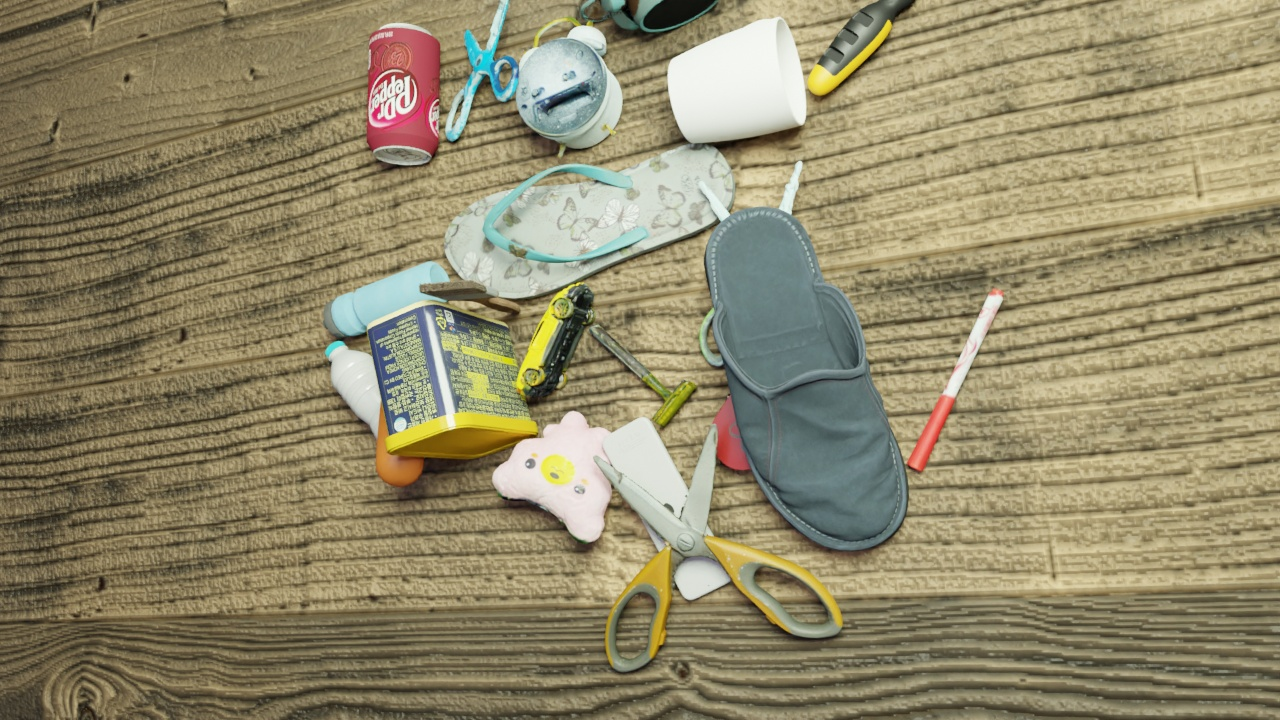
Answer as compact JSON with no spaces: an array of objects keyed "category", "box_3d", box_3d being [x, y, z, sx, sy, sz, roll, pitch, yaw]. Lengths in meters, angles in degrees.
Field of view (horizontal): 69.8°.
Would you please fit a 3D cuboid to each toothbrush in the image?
[{"category":"toothbrush","box_3d":[0.198,-0.279,0.694,0.197,0.031,0.031,-48,55,7]}]

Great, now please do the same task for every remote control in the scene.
[{"category":"remote control","box_3d":[0.021,0.117,0.727,0.045,0.008,0.146,-30,84,15]}]

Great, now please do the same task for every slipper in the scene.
[{"category":"slipper","box_3d":[-0.054,-0.114,0.766,0.269,0.054,0.098,-11,84,19]},{"category":"slipper","box_3d":[0.113,0.014,0.655,0.109,0.083,0.265,-19,88,8]}]

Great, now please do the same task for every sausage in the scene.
[{"category":"sausage","box_3d":[-0.201,0.030,0.786,0.039,0.045,0.164,1,55,-8]}]

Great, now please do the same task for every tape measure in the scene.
[{"category":"tape measure","box_3d":[0.079,0.055,0.714,0.051,0.019,0.059,-36,80,11]}]

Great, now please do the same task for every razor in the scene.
[{"category":"razor","box_3d":[-0.004,0.004,0.753,0.106,0.026,0.042,42,103,23]}]

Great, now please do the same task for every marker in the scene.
[{"category":"marker","box_3d":[0.228,0.014,0.664,0.013,0.012,0.142,26,95,21]}]

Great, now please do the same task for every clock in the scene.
[{"category":"clock","box_3d":[-0.062,-0.236,0.776,0.083,0.057,0.117,-17,79,20]},{"category":"clock","box_3d":[0.010,-0.300,0.738,0.124,0.090,0.053,-22,87,18]}]

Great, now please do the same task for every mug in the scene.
[{"category":"mug","box_3d":[0.076,-0.225,0.718,0.088,0.081,0.114,-9,52,24]}]

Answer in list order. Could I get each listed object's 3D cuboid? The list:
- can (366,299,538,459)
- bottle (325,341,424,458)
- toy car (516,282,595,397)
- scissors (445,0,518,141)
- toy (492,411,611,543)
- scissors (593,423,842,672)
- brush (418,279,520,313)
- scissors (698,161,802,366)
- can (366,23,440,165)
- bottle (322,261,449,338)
[{"category":"can","box_3d":[-0.153,0.019,0.750,0.075,0.135,0.104,-20,76,19]},{"category":"bottle","box_3d":[-0.240,0.035,0.830,0.136,0.044,0.044,46,102,19]},{"category":"toy car","box_3d":[-0.071,-0.017,0.766,0.030,0.049,0.107,28,94,24]},{"category":"scissors","box_3d":[-0.137,-0.253,0.807,0.140,0.011,0.134,35,105,51]},{"category":"toy","box_3d":[-0.060,0.091,0.751,0.102,0.050,0.093,30,84,11]},{"category":"scissors","box_3d":[0.038,0.163,0.706,0.225,0.016,0.230,37,109,9]},{"category":"brush","box_3d":[-0.126,-0.049,0.739,0.045,0.143,0.008,-3,85,12]},{"category":"scissors","box_3d":[0.100,-0.069,0.714,0.166,0.024,0.171,27,106,22]},{"category":"can","box_3d":[-0.215,-0.241,0.834,0.063,0.063,0.114,-2,85,21]},{"category":"bottle","box_3d":[-0.237,-0.052,0.838,0.130,0.040,0.040,-18,79,19]}]
